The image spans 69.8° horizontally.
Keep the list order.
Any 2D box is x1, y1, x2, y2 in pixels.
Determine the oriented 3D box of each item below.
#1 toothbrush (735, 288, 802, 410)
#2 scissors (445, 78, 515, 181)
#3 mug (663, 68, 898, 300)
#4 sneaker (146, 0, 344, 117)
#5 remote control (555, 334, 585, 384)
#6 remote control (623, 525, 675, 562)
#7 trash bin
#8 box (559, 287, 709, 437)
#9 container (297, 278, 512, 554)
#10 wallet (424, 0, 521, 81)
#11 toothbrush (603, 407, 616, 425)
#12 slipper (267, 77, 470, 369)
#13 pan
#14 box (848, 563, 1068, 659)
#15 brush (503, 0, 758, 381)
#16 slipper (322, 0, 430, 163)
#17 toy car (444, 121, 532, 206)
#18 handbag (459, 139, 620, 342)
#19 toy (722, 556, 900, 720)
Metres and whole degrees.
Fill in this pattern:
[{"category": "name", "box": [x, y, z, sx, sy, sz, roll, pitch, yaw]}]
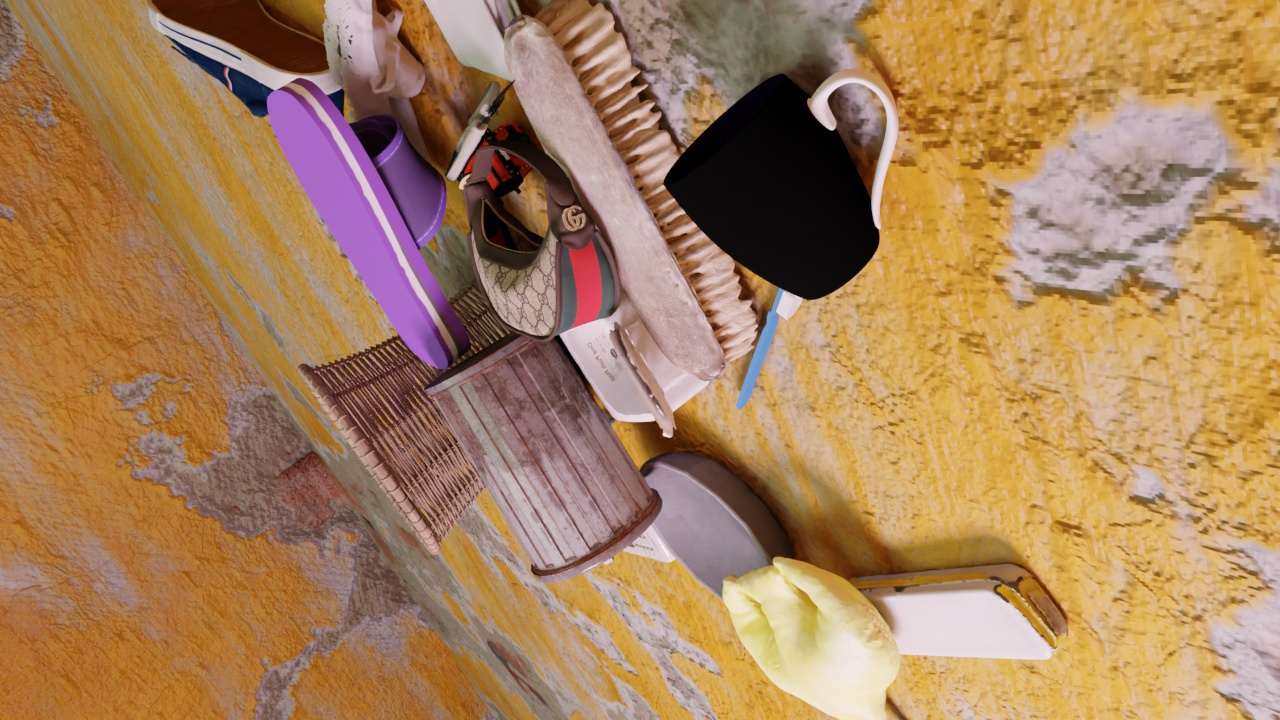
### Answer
[{"category": "toothbrush", "box": [0.088, -0.006, 0.640, 0.014, 0.016, 0.167, 39, 152, 18]}, {"category": "scissors", "box": [-0.103, -0.176, 0.626, 0.012, 0.131, 0.170, 25, 145, -18]}, {"category": "mug", "box": [0.087, -0.093, 0.476, 0.119, 0.084, 0.100, -34, 109, 35]}, {"category": "sneaker", "box": [-0.406, -0.302, 0.964, 0.294, 0.120, 0.127, 35, 137, 25]}, {"category": "remote control", "box": [-0.073, -0.006, 0.896, 0.041, 0.020, 0.152, 32, 149, 34]}, {"category": "remote control", "box": [-0.008, 0.191, 1.033, 0.060, 0.025, 0.139, 59, 153, -14]}, {"category": "trash bin", "box": [-0.080, 0.083, 0.799, 0.211, 0.130, 0.131, 60, 153, -9]}, {"category": "box", "box": [0.003, -0.003, 0.715, 0.110, 0.083, 0.190, 56, 170, -12]}, {"category": "container", "box": [-0.195, 0.047, 0.931, 0.227, 0.195, 0.227, 46, 160, 22]}, {"category": "wallet", "box": [-0.114, -0.242, 0.644, 0.116, 0.032, 0.086, 35, 154, 47]}, {"category": "toothbrush", "box": [-0.061, 0.067, 0.973, 0.155, 0.016, 0.022, -22, 72, 63]}, {"category": "slipper", "box": [-0.202, -0.122, 0.769, 0.107, 0.083, 0.267, 17, 140, 46]}, {"category": "pan", "box": [0.129, 0.221, 0.833, 0.357, 0.041, 0.179, 50, 154, 3]}, {"category": "box", "box": [0.214, 0.182, 0.665, 0.064, 0.033, 0.210, 50, 155, -1]}, {"category": "brush", "box": [-0.005, -0.108, 0.611, 0.083, 0.056, 0.271, 1, 124, 60]}, {"category": "slipper", "box": [-0.220, -0.238, 0.779, 0.247, 0.074, 0.112, 95, 162, -52]}, {"category": "toy car", "box": [-0.118, -0.155, 0.745, 0.051, 0.048, 0.100, 55, 154, -6]}, {"category": "handbag", "box": [-0.081, -0.089, 0.660, 0.167, 0.063, 0.138, 20, 128, 57]}, {"category": "toy", "box": [0.135, 0.223, 0.726, 0.155, 0.064, 0.171, 51, 149, 4]}]
